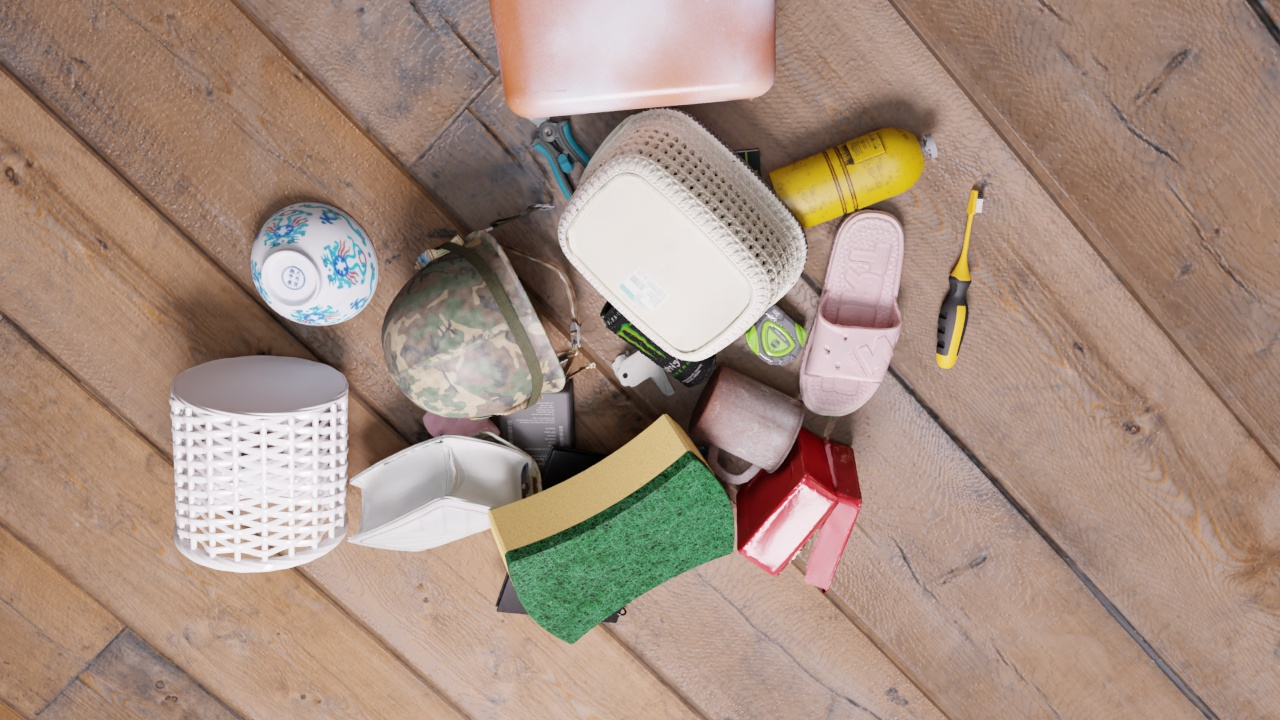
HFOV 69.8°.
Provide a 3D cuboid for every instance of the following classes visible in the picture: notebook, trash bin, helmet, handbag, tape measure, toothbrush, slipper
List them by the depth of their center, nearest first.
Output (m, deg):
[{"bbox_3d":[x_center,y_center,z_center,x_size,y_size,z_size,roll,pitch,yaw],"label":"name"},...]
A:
[{"bbox_3d":[-0.005,-0.321,0.865,0.260,0.181,0.157,-3,111,4],"label":"trash bin"},{"bbox_3d":[-0.156,-0.040,0.971,0.236,0.224,0.193,-28,100,-13],"label":"helmet"},{"bbox_3d":[0.347,-0.086,0.998,0.031,0.031,0.197,1,106,-11],"label":"toothbrush"},{"bbox_3d":[0.237,-0.044,1.002,0.094,0.064,0.240,9,108,1],"label":"slipper"},{"bbox_3d":[0.151,-0.027,1.031,0.065,0.036,0.059,44,98,-7],"label":"tape measure"},{"bbox_3d":[-0.226,0.154,1.051,0.199,0.096,0.141,-25,150,33],"label":"handbag"},{"bbox_3d":[-0.062,0.217,1.112,0.169,0.019,0.232,12,111,-22],"label":"notebook"}]

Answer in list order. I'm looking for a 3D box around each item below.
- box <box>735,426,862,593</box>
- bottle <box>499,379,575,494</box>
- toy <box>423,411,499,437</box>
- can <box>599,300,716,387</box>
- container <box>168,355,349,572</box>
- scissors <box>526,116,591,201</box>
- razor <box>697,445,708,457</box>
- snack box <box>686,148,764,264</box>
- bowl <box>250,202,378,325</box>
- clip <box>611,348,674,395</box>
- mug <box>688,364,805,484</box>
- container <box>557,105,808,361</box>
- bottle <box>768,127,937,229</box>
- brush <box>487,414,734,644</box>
[{"bbox_3d":[0.176,0.157,1.031,0.117,0.157,0.136,22,108,2],"label":"box"},{"bbox_3d":[-0.119,0.111,1.094,0.084,0.046,0.174,0,109,5],"label":"bottle"},{"bbox_3d":[-0.203,0.088,1.084,0.096,0.052,0.099,-27,108,44],"label":"toy"},{"bbox_3d":[0.021,-0.025,1.023,0.137,0.054,0.054,36,108,-15],"label":"can"},{"bbox_3d":[-0.430,0.112,1.045,0.189,0.189,0.187,8,108,2],"label":"container"},{"bbox_3d":[-0.084,-0.220,0.990,0.130,0.019,0.151,12,111,-1],"label":"scissors"},{"bbox_3d":[0.018,0.141,1.074,0.144,0.022,0.042,-30,121,-1],"label":"razor"},{"bbox_3d":[0.093,-0.151,0.996,0.080,0.025,0.148,-4,109,6],"label":"snack box"},{"bbox_3d":[-0.376,-0.099,1.026,0.144,0.074,0.144,1,109,4],"label":"bowl"},{"bbox_3d":[-0.006,0.006,1.064,0.054,0.040,0.101,-28,105,-8],"label":"clip"},{"bbox_3d":[0.112,0.079,1.040,0.110,0.096,0.123,27,100,2],"label":"mug"},{"bbox_3d":[0.036,-0.119,0.922,0.251,0.142,0.185,43,125,-7],"label":"container"},{"bbox_3d":[0.222,-0.192,0.947,0.164,0.071,0.071,-20,107,11],"label":"bottle"},{"bbox_3d":[-0.026,0.192,1.022,0.250,0.075,0.195,-29,137,-5],"label":"brush"}]
